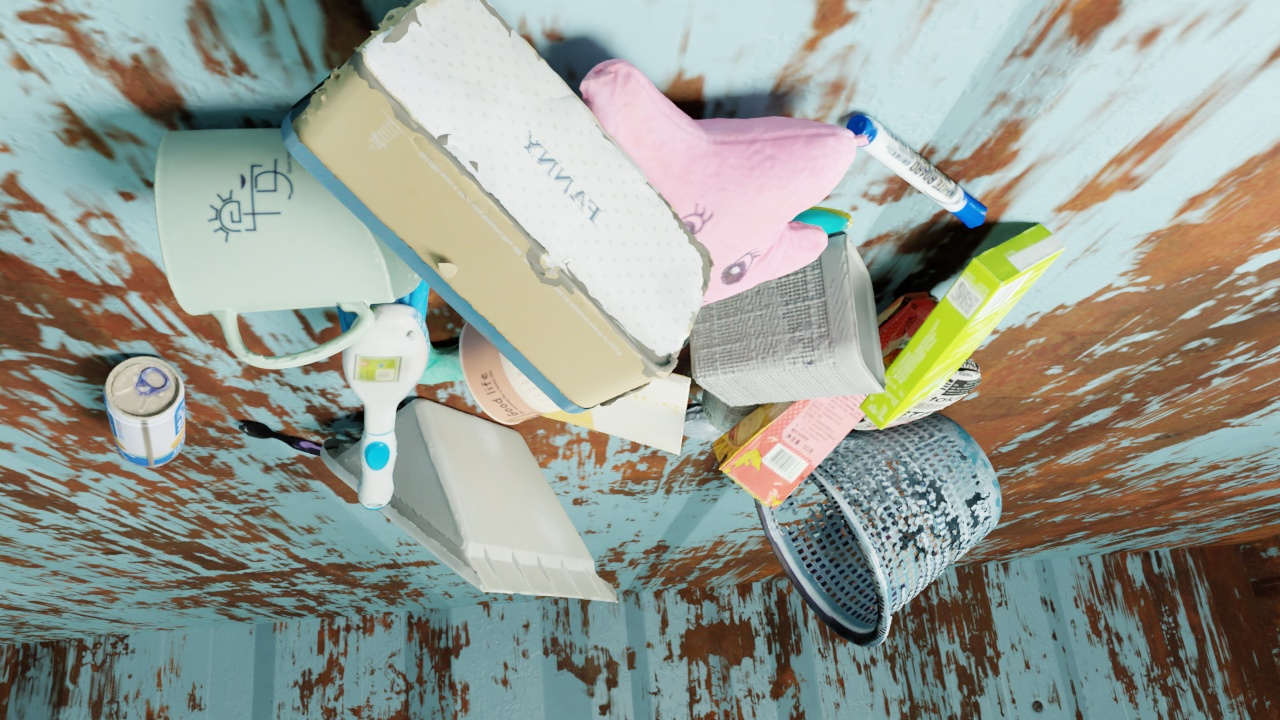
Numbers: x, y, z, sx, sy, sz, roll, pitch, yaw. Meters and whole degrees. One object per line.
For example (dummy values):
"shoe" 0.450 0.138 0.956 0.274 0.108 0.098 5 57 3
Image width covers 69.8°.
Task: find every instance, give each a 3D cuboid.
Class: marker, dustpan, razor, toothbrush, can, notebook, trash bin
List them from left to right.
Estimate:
"can" -0.386 0.042 0.719 0.053 0.053 0.135 4 158 -25
"toothbrush" -0.332 0.087 0.916 0.017 0.014 0.189 -4 162 19
"dustpan" -0.179 0.145 0.860 0.143 0.257 0.222 -37 151 14
"notebook" -0.031 0.032 0.779 0.146 0.010 0.206 15 161 5
"can" 0.084 0.016 0.763 0.058 0.058 0.147 -5 160 -2
"razor" 0.063 -0.072 0.555 0.133 0.028 0.043 -12 128 24
"trash bin" 0.260 0.157 0.979 0.194 0.226 0.227 -24 166 -18
"marker" 0.157 -0.104 0.512 0.017 0.017 0.145 -22 155 38

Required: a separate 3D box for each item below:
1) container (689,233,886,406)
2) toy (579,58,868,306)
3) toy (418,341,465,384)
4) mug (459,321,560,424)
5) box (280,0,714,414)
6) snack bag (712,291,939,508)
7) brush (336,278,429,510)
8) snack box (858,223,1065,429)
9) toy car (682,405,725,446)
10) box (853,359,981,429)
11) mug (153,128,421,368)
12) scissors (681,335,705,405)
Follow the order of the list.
"container" 0.097 -0.021 0.624 0.114 0.090 0.090 -10 159 22
"toy" 0.024 -0.081 0.457 0.179 0.074 0.194 -22 149 25
"toy" -0.145 -0.001 0.700 0.092 0.030 0.097 -7 155 -3
"mug" -0.047 -0.003 0.634 0.106 0.081 0.114 -18 149 28
"box" -0.053 -0.067 0.368 0.184 0.089 0.061 45 134 -18
"snack bag" 0.157 0.026 0.721 0.208 0.073 0.128 -43 152 15
"brush" -0.177 0.017 0.621 0.060 0.109 0.315 -1 160 -19
"snack box" 0.216 -0.020 0.629 0.085 0.026 0.157 -26 154 -34
"toy car" 0.090 0.070 0.949 0.120 0.036 0.054 15 152 -37
"box" 0.257 0.039 0.880 0.070 0.055 0.165 -17 166 -26
"mug" -0.158 -0.053 0.431 0.106 0.111 0.082 -3 175 -12
"scissors" 0.003 0.002 0.718 0.159 0.014 0.178 16 152 -18
